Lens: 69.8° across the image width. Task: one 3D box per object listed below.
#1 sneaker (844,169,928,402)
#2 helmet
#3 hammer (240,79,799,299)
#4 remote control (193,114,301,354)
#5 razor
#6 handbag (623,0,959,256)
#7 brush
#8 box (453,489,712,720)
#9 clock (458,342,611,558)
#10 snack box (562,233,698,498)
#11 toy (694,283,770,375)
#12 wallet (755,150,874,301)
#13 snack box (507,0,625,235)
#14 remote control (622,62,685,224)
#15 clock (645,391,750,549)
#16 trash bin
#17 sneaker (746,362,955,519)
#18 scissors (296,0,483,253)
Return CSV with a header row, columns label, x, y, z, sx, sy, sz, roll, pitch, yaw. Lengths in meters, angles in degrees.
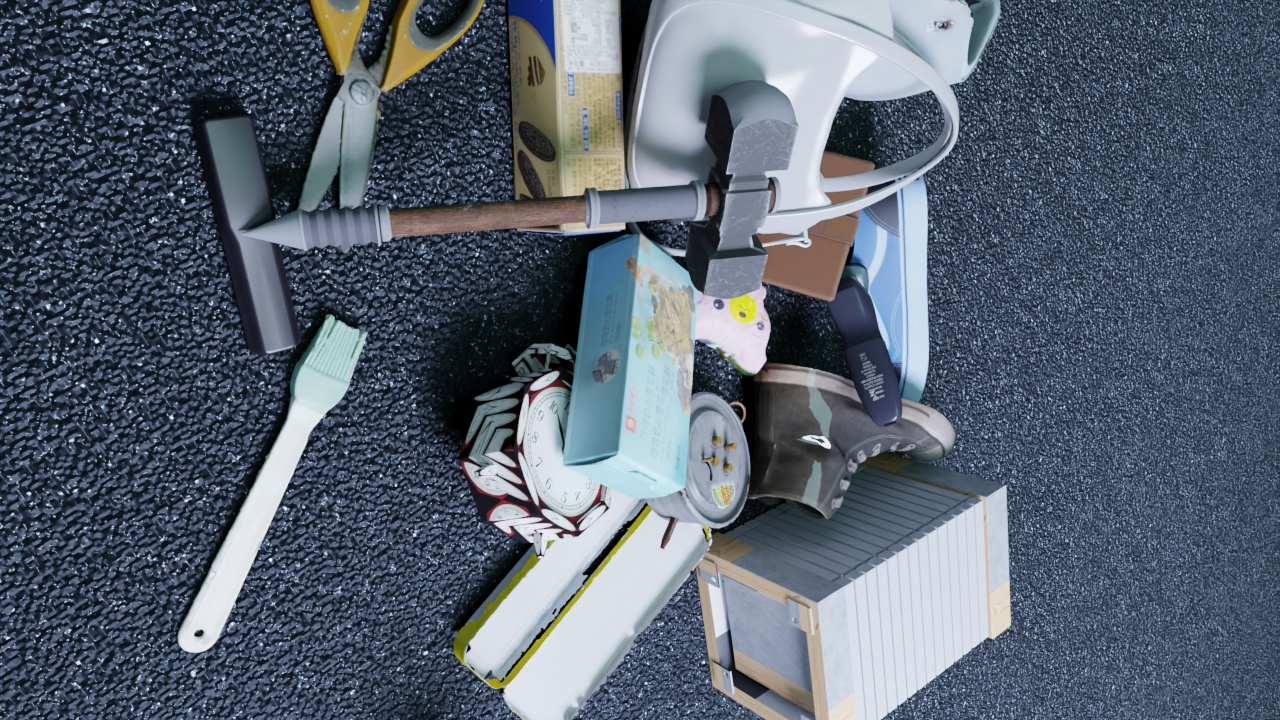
label,x,y,z,sx,sy,sz,roll,pitch,yaw
sneaker,0.209,-0.058,0.844,0.098,0.083,0.241,-7,122,8
helmet,0.155,-0.321,0.677,0.235,0.164,0.264,-47,121,-54
hammer,-0.067,-0.090,0.558,0.322,0.043,0.156,-7,135,-15
remote control,-0.224,-0.071,0.530,0.032,0.015,0.136,-18,109,-34
razor,0.185,-0.013,0.763,0.052,0.047,0.142,28,44,-55
handbag,0.104,-0.164,0.634,0.222,0.095,0.216,8,130,-6
brush,-0.225,0.075,0.559,0.033,0.012,0.217,28,82,-37
box,-0.038,0.174,0.706,0.209,0.039,0.130,-49,116,-21
clock,-0.068,0.053,0.642,0.115,0.065,0.154,59,35,-28
snack box,-0.004,0.004,0.645,0.075,0.053,0.174,33,52,-42
toy,0.070,-0.043,0.737,0.102,0.050,0.093,29,80,-32
wallet,0.137,-0.118,0.766,0.013,0.087,0.121,33,75,-79
snack box,-0.050,-0.190,0.617,0.056,0.057,0.207,-10,104,-39
remote control,0.021,-0.167,0.703,0.046,0.009,0.124,-35,118,-28
clock,0.049,0.072,0.723,0.147,0.056,0.104,-42,114,-50
trash bin,0.193,0.202,0.817,0.246,0.143,0.142,-20,110,-33
sneaker,0.187,0.084,0.818,0.234,0.095,0.120,17,83,-39
scissors,-0.156,-0.178,0.562,0.161,0.016,0.225,-2,100,-37
